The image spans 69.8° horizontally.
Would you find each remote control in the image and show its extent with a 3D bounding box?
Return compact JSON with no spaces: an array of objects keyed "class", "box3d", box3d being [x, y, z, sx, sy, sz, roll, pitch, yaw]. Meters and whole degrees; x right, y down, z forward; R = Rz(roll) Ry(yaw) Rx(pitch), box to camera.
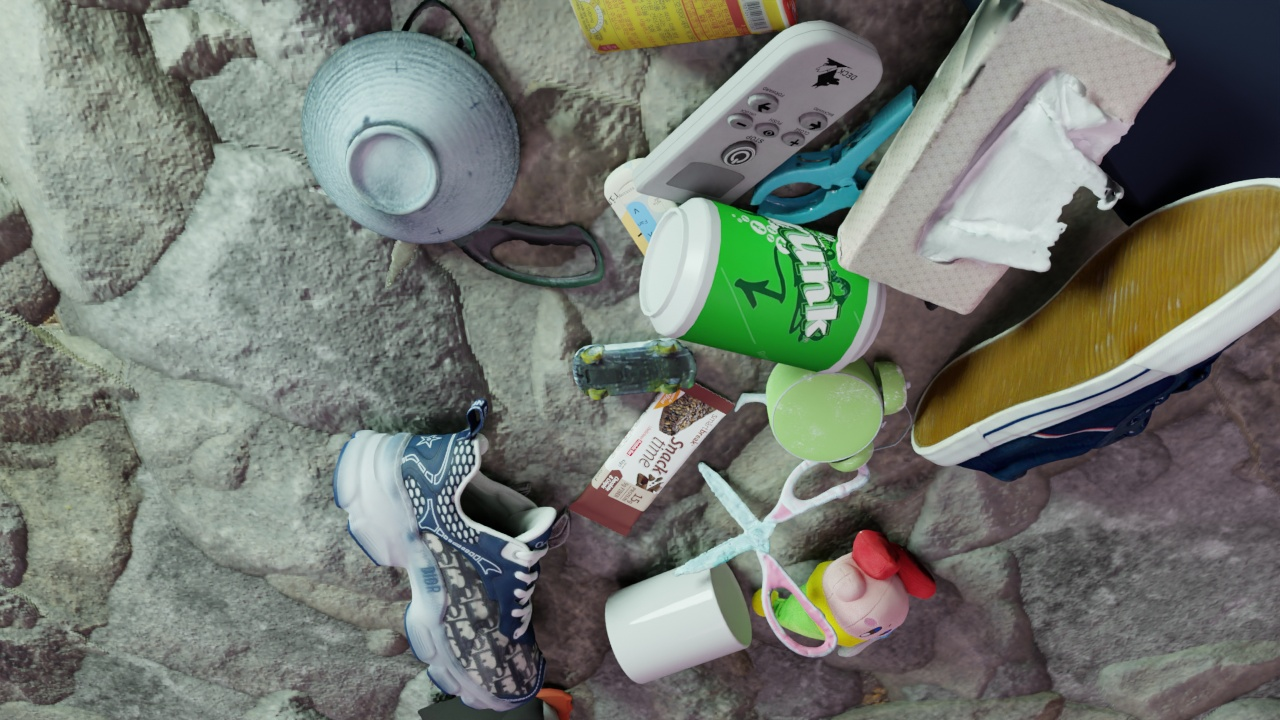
[{"class":"remote control","box3d":[0.067,-0.135,0.531,0.074,0.019,0.151,6,152,-39]},{"class":"remote control","box3d":[0.021,-0.079,0.617,0.038,0.018,0.125,-26,119,17]}]

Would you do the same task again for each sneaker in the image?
[{"class":"sneaker","box3d":[0.301,0.005,0.562,0.127,0.120,0.295,25,147,-6]},{"class":"sneaker","box3d":[-0.117,0.157,0.715,0.132,0.103,0.269,-19,111,12]}]

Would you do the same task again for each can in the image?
[{"class":"can","box3d":[0.077,-0.046,0.582,0.139,0.087,0.088,13,122,-18]}]

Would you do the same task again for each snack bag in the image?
[{"class":"snack bag","box3d":[0.006,0.077,0.716,0.057,0.013,0.158,29,118,-16]}]

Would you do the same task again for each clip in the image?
[{"class":"clip","box3d":[0.121,-0.118,0.564,0.116,0.026,0.097,-11,128,28]}]

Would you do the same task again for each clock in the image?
[{"class":"clock","box3d":[0.139,0.034,0.667,0.119,0.042,0.095,17,122,-9]}]

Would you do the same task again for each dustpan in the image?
[{"class":"dustpan","box3d":[0.267,-0.171,0.529,0.274,0.080,0.236,-40,112,17]}]

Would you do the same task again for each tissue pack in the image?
[{"class":"tissue pack","box3d":[0.194,-0.104,0.497,0.104,0.071,0.182,21,130,-8]}]

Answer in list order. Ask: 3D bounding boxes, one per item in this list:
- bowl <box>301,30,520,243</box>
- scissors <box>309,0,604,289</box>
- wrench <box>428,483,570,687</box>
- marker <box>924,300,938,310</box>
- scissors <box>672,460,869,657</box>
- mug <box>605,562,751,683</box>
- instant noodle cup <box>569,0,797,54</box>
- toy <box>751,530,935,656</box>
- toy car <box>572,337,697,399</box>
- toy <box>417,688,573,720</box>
[{"class":"bowl","box3d":[-0.144,-0.123,0.555,0.137,0.057,0.137,0,121,0]},{"class":"scissors","box3d":[-0.113,-0.126,0.596,0.201,0.015,0.206,9,122,-6]},{"class":"wrench","box3d":[-0.131,0.212,0.806,0.070,0.010,0.274,20,120,-10]},{"class":"marker","box3d":[0.199,-0.085,0.583,0.011,0.011,0.152,-1,140,3]},{"class":"scissors","box3d":[0.111,0.135,0.702,0.177,0.013,0.170,-39,73,-1]},{"class":"mug","box3d":[0.039,0.221,0.774,0.097,0.078,0.112,-25,145,16]},{"class":"instant noodle cup","box3d":[0.020,-0.215,0.494,0.113,0.100,0.100,-8,121,17]},{"class":"toy","box3d":[0.167,0.195,0.758,0.131,0.097,0.124,-48,138,14]},{"class":"toy car","box3d":[-0.004,0.004,0.662,0.090,0.027,0.039,-5,118,7]},{"class":"toy","box3d":[-0.140,0.393,0.811,0.140,0.183,0.159,15,123,-12]}]
